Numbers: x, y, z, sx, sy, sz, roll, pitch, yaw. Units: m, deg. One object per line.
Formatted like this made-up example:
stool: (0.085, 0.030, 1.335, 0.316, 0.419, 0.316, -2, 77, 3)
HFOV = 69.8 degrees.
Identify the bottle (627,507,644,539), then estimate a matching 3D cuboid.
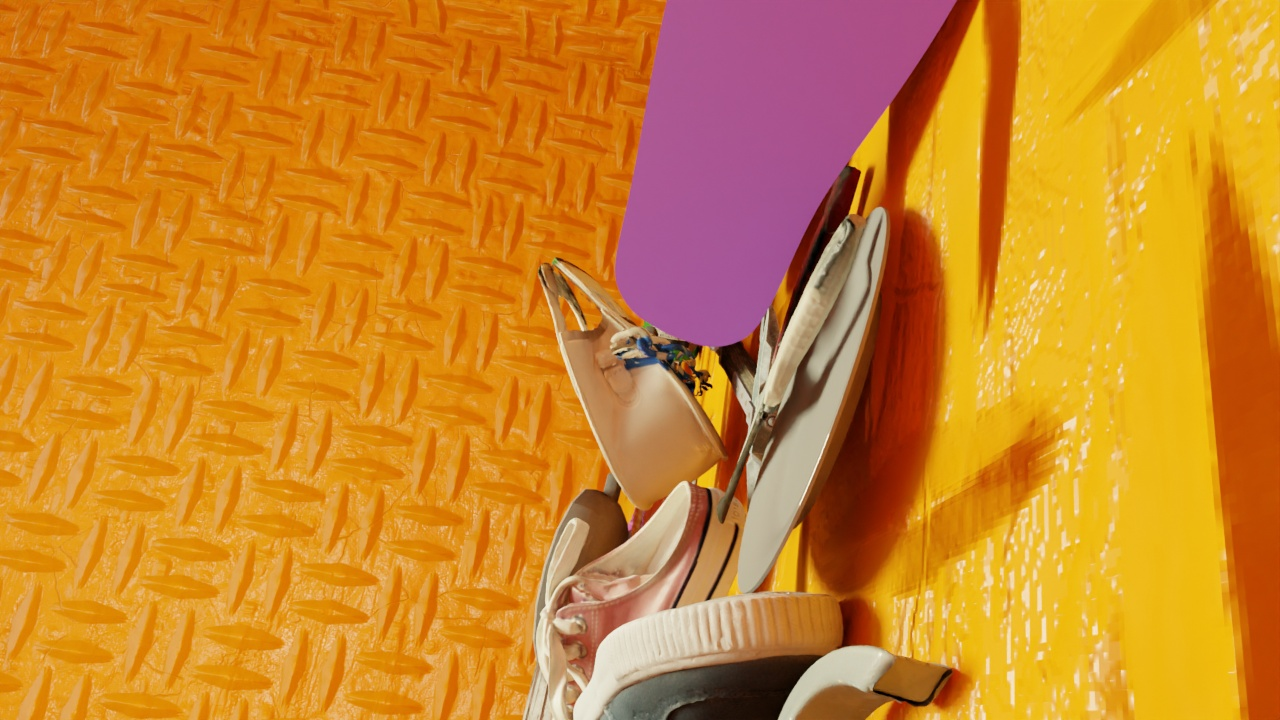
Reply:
bottle: (0.004, 0.202, 0.992, 0.060, 0.059, 0.166, 123, 157, -83)

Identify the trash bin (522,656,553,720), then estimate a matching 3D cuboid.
trash bin: (-0.032, 0.288, 0.709, 0.131, 0.131, 0.210, 103, 178, -45)

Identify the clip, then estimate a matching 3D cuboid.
clip: (0.050, 0.178, 0.278, 0.141, 0.029, 0.172, -83, 12, -49)

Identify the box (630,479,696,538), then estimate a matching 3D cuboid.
box: (0.028, 0.145, 0.914, 0.043, 0.083, 0.186, 25, -112, -50)

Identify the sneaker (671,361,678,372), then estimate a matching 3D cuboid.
sneaker: (0.011, 0.079, 1.105, 0.262, 0.097, 0.129, -91, 0, -70)

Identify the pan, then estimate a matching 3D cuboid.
pan: (-0.027, 0.133, 0.916, 0.179, 0.041, 0.356, 60, -137, -68)

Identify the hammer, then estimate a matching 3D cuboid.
hammer: (0.071, 0.009, 0.672, 0.316, 0.028, 0.147, -93, 9, -79)

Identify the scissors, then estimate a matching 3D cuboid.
scissors: (0.076, -0.012, 0.456, 0.179, 0.015, 0.193, 99, -169, -75)

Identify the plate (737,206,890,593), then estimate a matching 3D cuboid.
plate: (0.079, 0.019, 0.408, 0.178, 0.012, 0.178, 24, -94, -87)

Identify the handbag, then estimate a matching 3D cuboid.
handbag: (-0.004, 0.004, 0.696, 0.199, 0.093, 0.200, 61, -178, 6)

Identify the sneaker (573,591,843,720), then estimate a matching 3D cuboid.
sneaker: (0.023, 0.174, 0.416, 0.236, 0.089, 0.087, 115, 150, -52)

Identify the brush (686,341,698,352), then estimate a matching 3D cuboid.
brush: (0.071, -0.061, 0.667, 0.136, 0.015, 0.049, -54, 2, 43)

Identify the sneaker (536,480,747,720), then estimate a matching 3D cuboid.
sneaker: (-0.022, 0.172, 0.565, 0.118, 0.088, 0.241, -101, 34, -65)

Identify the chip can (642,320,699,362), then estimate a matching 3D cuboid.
chip can: (0.053, -0.111, 1.031, 0.075, 0.075, 0.224, -86, 7, -66)

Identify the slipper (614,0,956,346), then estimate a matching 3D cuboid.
slipper: (0.065, -0.133, 0.425, 0.083, 0.107, 0.267, -61, -6, -50)
